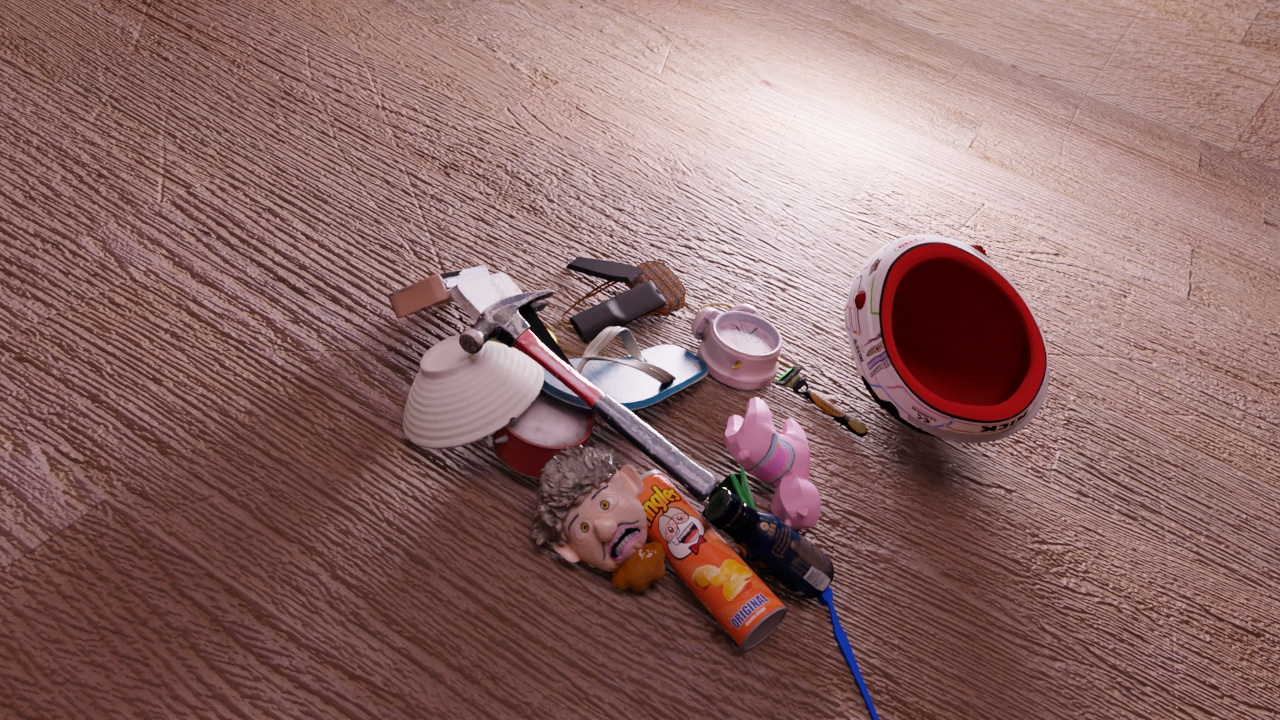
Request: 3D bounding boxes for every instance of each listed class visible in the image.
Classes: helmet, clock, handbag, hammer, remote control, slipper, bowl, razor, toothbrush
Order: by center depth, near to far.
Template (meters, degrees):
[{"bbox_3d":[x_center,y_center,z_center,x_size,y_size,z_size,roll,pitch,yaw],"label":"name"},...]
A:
[{"bbox_3d":[0.220,0.313,0.972,0.016,0.011,0.186,1,45,-18],"label":"toothbrush"},{"bbox_3d":[-0.043,0.041,1.044,0.326,0.037,0.140,39,42,4],"label":"hammer"},{"bbox_3d":[-0.206,0.018,1.062,0.177,0.071,0.177,-15,32,9],"label":"bowl"},{"bbox_3d":[-0.111,0.079,1.092,0.110,0.062,0.156,20,34,4],"label":"clock"},{"bbox_3d":[-0.007,0.007,1.165,0.118,0.060,0.294,38,30,27],"label":"slipper"},{"bbox_3d":[0.411,-0.019,1.252,0.231,0.236,0.314,-23,67,2],"label":"helmet"},{"bbox_3d":[0.254,0.060,1.271,0.044,0.021,0.144,-39,61,-25],"label":"razor"},{"bbox_3d":[-0.031,-0.071,1.299,0.140,0.021,0.045,-27,70,-24],"label":"remote control"},{"bbox_3d":[0.136,-0.029,1.306,0.116,0.059,0.158,-6,43,-25],"label":"clock"},{"bbox_3d":[-0.028,-0.082,1.342,0.195,0.043,0.093,-23,56,-27],"label":"handbag"},{"bbox_3d":[-0.056,-0.136,1.369,0.125,0.010,0.039,15,42,33],"label":"remote control"}]

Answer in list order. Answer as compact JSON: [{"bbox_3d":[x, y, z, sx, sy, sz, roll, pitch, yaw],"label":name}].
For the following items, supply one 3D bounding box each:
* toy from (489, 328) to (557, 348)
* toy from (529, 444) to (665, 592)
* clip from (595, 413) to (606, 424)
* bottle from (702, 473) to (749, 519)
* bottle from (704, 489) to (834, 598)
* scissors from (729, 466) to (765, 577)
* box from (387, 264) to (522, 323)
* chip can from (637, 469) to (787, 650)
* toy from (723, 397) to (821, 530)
[{"bbox_3d":[-0.157,-0.021,1.211,0.095,0.041,0.094,3,36,-14],"label":"toy"},{"bbox_3d":[-0.043,0.174,0.980,0.176,0.133,0.076,45,2,9],"label":"toy"},{"bbox_3d":[-0.060,0.059,1.165,0.039,0.023,0.059,-22,54,-41],"label":"clip"},{"bbox_3d":[0.095,0.159,1.053,0.033,0.033,0.122,29,16,15],"label":"bottle"},{"bbox_3d":[0.140,0.198,0.994,0.160,0.056,0.056,38,35,-18],"label":"bottle"},{"bbox_3d":[0.136,0.179,1.044,0.078,0.013,0.132,-1,75,-37],"label":"scissors"},{"bbox_3d":[-0.219,-0.069,1.170,0.121,0.094,0.217,-16,6,10],"label":"box"},{"bbox_3d":[0.064,0.212,0.993,0.062,0.062,0.210,-20,51,-36],"label":"chip can"},{"bbox_3d":[0.163,0.128,1.110,0.123,0.067,0.157,29,34,-26],"label":"toy"}]
